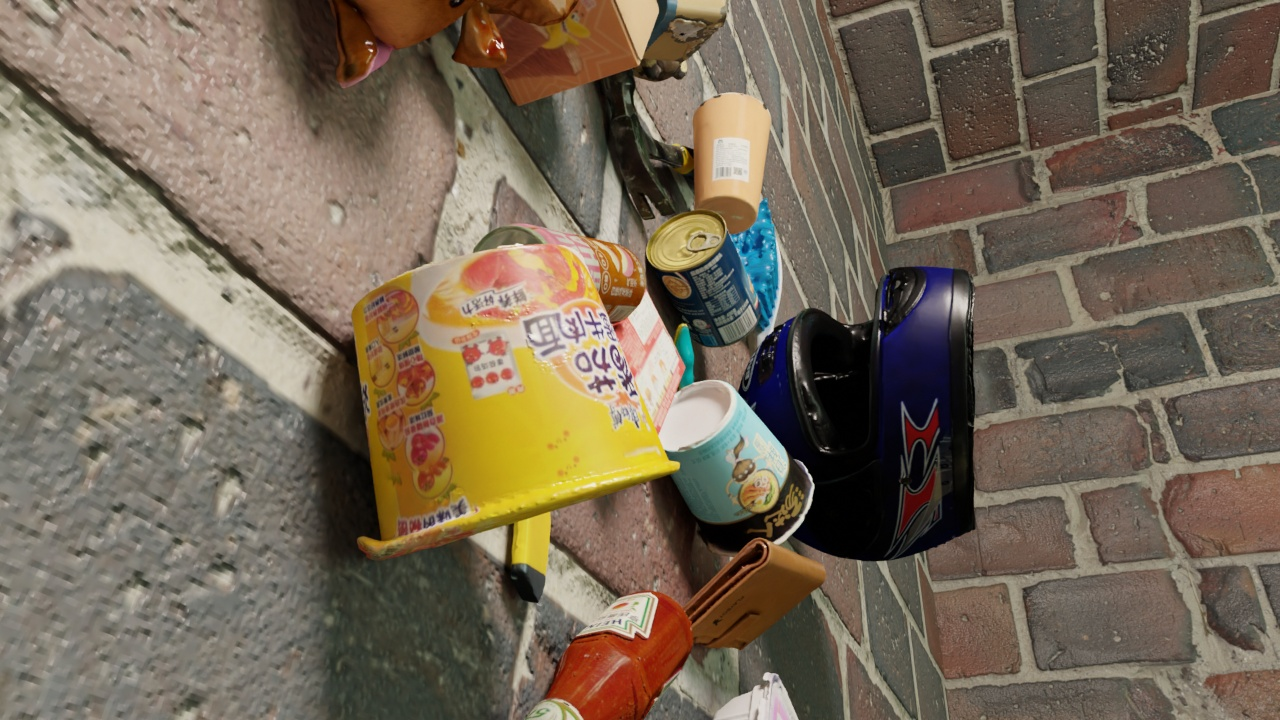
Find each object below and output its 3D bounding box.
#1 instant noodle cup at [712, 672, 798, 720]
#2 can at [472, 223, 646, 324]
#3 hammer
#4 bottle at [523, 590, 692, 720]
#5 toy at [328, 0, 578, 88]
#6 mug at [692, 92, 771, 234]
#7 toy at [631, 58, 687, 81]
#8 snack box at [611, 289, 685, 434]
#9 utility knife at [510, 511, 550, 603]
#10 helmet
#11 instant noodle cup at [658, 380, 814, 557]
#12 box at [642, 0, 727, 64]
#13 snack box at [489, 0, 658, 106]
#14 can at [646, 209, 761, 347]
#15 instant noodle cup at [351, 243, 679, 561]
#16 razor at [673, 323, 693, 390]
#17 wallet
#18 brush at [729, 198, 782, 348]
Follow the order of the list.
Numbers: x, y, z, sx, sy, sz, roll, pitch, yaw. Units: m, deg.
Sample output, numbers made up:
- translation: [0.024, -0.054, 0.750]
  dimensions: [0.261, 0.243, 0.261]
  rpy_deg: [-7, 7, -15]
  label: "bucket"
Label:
- translation: [0.089, 0.351, 0.717]
  dimensions: [0.173, 0.060, 0.138]
  rpy_deg: [-73, 145, -54]
  label: "instant noodle cup"
- translation: [-0.047, -0.051, 0.577]
  dimensions: [0.147, 0.058, 0.058]
  rpy_deg: [-6, 85, -69]
  label: "can"
- translation: [0.041, -0.199, 0.923]
  dimensions: [0.322, 0.032, 0.126]
  rpy_deg: [-15, 94, -70]
  label: "hammer"
- translation: [-0.026, 0.185, 0.510]
  dimensions: [0.205, 0.060, 0.060]
  rpy_deg: [-13, 91, -69]
  label: "bottle"
- translation: [-0.096, -0.218, 0.468]
  dimensions: [0.199, 0.131, 0.140]
  rpy_deg: [-44, 133, -56]
  label: "toy"
- translation: [0.086, -0.187, 0.886]
  dimensions: [0.078, 0.078, 0.122]
  rpy_deg: [51, 37, -50]
  label: "mug"
- translation: [-0.006, -0.323, 0.820]
  dimensions: [0.104, 0.066, 0.157]
  rpy_deg: [-20, 88, -47]
  label: "toy"
- translation: [-0.004, 0.004, 0.672]
  dimensions: [0.075, 0.025, 0.152]
  rpy_deg: [62, 19, -14]
  label: "snack box"
- translation: [-0.063, 0.058, 0.540]
  dimensions: [0.033, 0.015, 0.169]
  rpy_deg: [58, 27, -55]
  label: "utility knife"
- translation: [0.214, 0.055, 0.927]
  dimensions: [0.246, 0.241, 0.316]
  rpy_deg: [-69, 151, -49]
  label: "helmet"
- translation: [0.068, 0.084, 0.757]
  dimensions: [0.120, 0.111, 0.111]
  rpy_deg: [54, 31, -32]
  label: "instant noodle cup"
- translation: [0.017, -0.342, 0.748]
  dimensions: [0.060, 0.090, 0.184]
  rpy_deg: [-6, 81, -26]
  label: "box"
- translation: [-0.049, -0.238, 0.619]
  dimensions: [0.092, 0.094, 0.077]
  rpy_deg: [-76, 147, -48]
  label: "snack box"
- translation: [0.060, -0.072, 0.844]
  dimensions: [0.111, 0.075, 0.075]
  rpy_deg: [58, 29, -43]
  label: "can"
- translation: [-0.063, 0.017, 0.411]
  dimensions: [0.138, 0.138, 0.109]
  rpy_deg: [2, 69, -69]
  label: "instant noodle cup"
- translation: [0.049, 0.029, 0.826]
  dimensions: [0.043, 0.028, 0.132]
  rpy_deg: [-28, 111, -36]
  label: "razor"
- translation: [0.090, 0.194, 0.750]
  dimensions: [0.031, 0.108, 0.131]
  rpy_deg: [51, 10, 34]
  label: "wallet"
- translation: [0.143, -0.039, 1.081]
  dimensions: [0.109, 0.061, 0.313]
  rpy_deg: [50, 37, -57]
  label: "brush"
